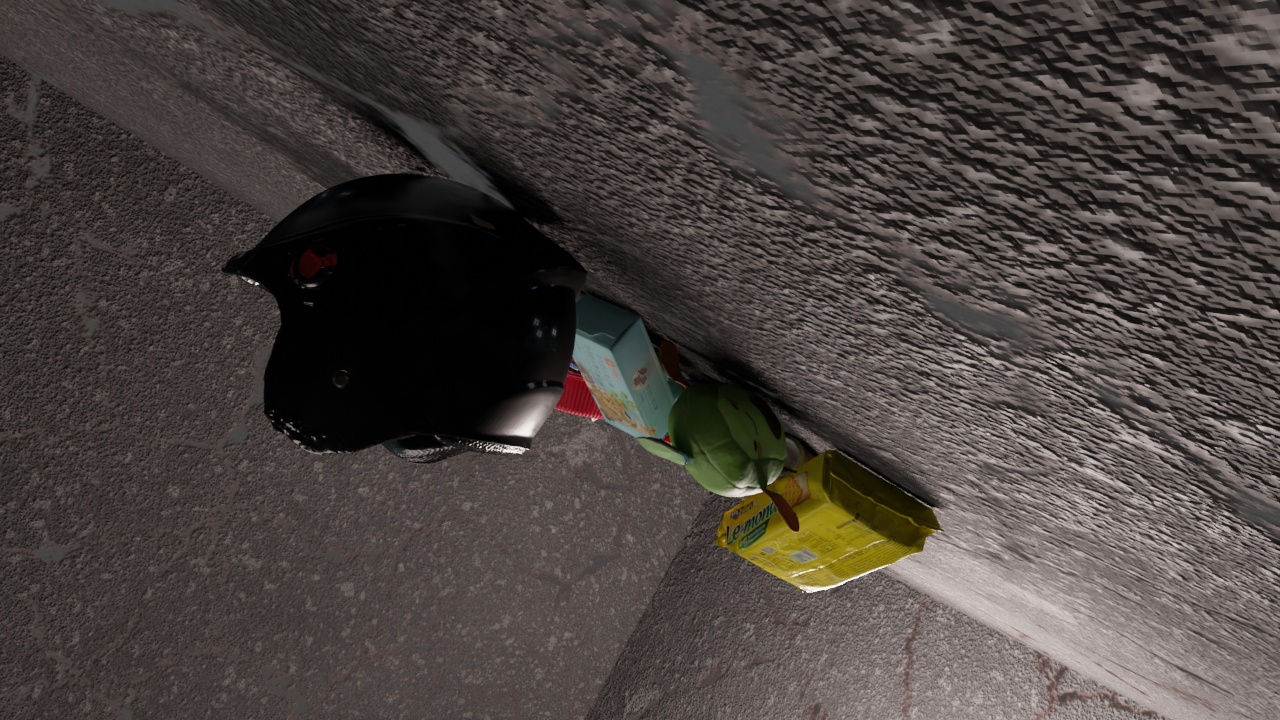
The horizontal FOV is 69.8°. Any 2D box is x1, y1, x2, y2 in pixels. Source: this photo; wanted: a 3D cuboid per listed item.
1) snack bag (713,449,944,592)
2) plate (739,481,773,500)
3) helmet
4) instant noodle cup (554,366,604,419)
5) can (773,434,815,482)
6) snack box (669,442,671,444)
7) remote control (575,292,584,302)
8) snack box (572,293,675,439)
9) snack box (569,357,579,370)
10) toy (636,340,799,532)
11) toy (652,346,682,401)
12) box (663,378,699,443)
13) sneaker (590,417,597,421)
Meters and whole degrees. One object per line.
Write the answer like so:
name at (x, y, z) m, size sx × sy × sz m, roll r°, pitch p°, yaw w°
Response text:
snack bag at (0.211, 0.204, 1.086) m, size 0.158 × 0.068 × 0.247 m, roll 31°, pitch 140°, yaw -14°
plate at (0.136, 0.144, 1.223) m, size 0.205 × 0.045 × 0.204 m, roll 46°, pitch -174°, yaw -6°
helmet at (-0.178, -0.035, 0.721) m, size 0.275 × 0.230 × 0.233 m, roll 36°, pitch 174°, yaw 6°
instant noodle cup at (-0.082, 0.034, 1.282) m, size 0.194 × 0.066 × 0.193 m, roll 13°, pitch -172°, yaw -2°
can at (0.192, 0.135, 1.142) m, size 0.058 × 0.058 × 0.116 m, roll 25°, pitch 173°, yaw 34°
snack box at (0.107, 0.133, 1.387) m, size 0.113 × 0.044 × 0.127 m, roll 15°, pitch 160°, yaw 19°
remote control at (-0.098, -0.073, 0.984) m, size 0.136 × 0.020 × 0.056 m, roll 25°, pitch 171°, yaw 37°
snack box at (-0.019, 0.013, 0.950) m, size 0.074 × 0.051 × 0.175 m, roll 26°, pitch 154°, yaw 35°
snack box at (-0.149, -0.060, 1.140) m, size 0.207 × 0.058 × 0.057 m, roll 30°, pitch 173°, yaw -7°
toy at (0.088, 0.075, 0.909) m, size 0.227 × 0.090 × 0.246 m, roll 50°, pitch -166°, yaw 9°
toy at (-0.006, 0.006, 1.050) m, size 0.156 × 0.049 × 0.161 m, roll 35°, pitch 163°, yaw 37°
box at (0.031, 0.066, 1.132) m, size 0.098 × 0.095 × 0.201 m, roll -2°, pitch -177°, yaw -18°
sneaker at (-0.074, 0.054, 1.550) m, size 0.242 × 0.090 × 0.089 m, roll 28°, pitch 175°, yaw 6°
